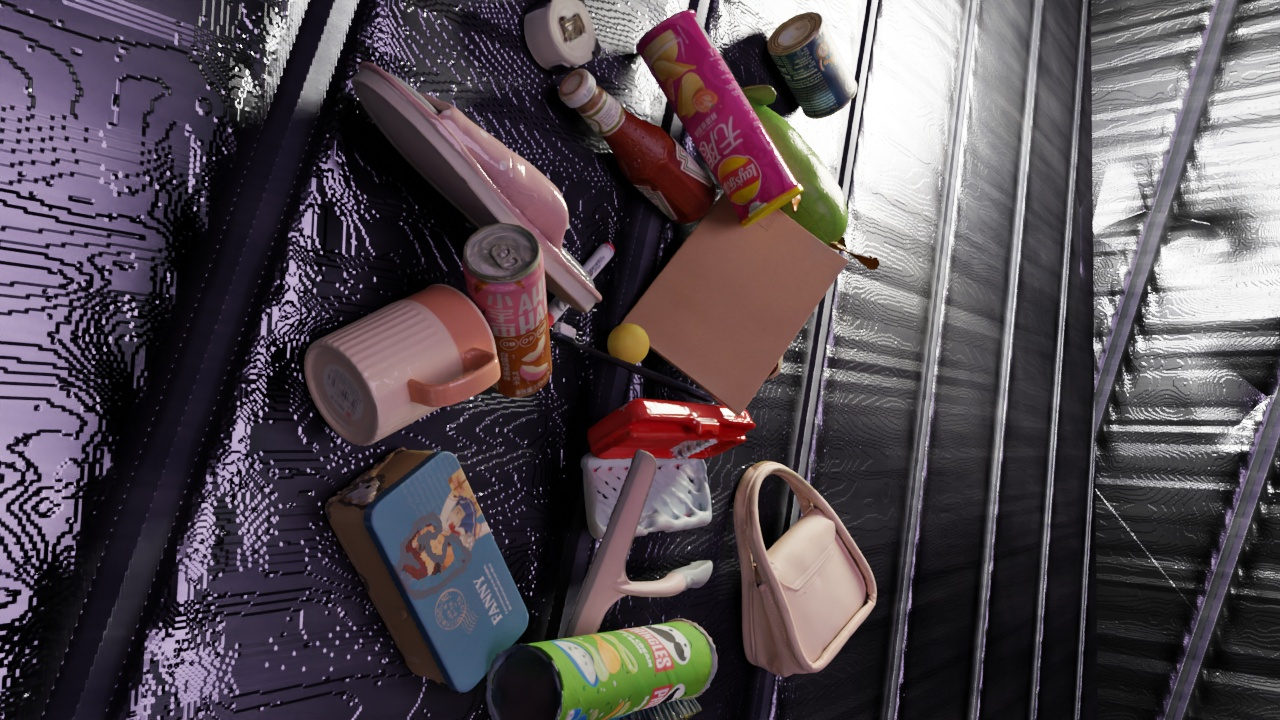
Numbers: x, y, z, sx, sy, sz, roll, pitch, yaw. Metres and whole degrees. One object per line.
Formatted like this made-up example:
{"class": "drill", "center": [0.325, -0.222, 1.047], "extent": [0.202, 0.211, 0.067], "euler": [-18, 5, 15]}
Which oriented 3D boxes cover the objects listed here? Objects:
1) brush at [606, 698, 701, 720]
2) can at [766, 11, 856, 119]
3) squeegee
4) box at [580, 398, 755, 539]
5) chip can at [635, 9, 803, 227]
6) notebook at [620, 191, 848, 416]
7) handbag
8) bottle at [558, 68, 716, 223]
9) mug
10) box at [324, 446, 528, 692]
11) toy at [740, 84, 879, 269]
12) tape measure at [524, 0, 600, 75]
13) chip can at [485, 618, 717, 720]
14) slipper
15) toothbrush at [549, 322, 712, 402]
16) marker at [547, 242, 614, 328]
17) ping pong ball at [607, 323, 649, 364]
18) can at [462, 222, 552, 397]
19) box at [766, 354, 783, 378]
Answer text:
{"class": "brush", "center": [-0.001, 0.320, 0.868], "extent": [0.143, 0.055, 0.073], "euler": [5, 59, -54]}
{"class": "can", "center": [0.214, -0.369, 1.147], "extent": [0.111, 0.075, 0.075], "euler": [46, 54, -39]}
{"class": "squeegee", "center": [0.024, 0.212, 0.884], "extent": [0.249, 0.040, 0.247], "euler": [15, 96, -61]}
{"class": "box", "center": [0.032, 0.107, 0.888], "extent": [0.201, 0.119, 0.098], "euler": [8, 55, -52]}
{"class": "chip can", "center": [0.078, -0.240, 0.915], "extent": [0.071, 0.072, 0.210], "euler": [-31, 89, -48]}
{"class": "notebook", "center": [0.099, -0.070, 0.931], "extent": [0.149, 0.012, 0.211], "euler": [38, 72, -1]}
{"class": "handbag", "center": [0.178, 0.231, 1.087], "extent": [0.192, 0.094, 0.234], "euler": [-31, 105, -47]}
{"class": "bottle", "center": [-0.001, -0.204, 0.881], "extent": [0.206, 0.060, 0.059], "euler": [34, 63, -46]}
{"class": "mug", "center": [-0.155, 0.006, 0.636], "extent": [0.105, 0.115, 0.082], "euler": [-34, 129, -44]}
{"class": "box", "center": [-0.152, 0.158, 0.678], "extent": [0.089, 0.061, 0.184], "euler": [-44, 120, -42]}
{"class": "toy", "center": [0.172, -0.200, 1.047], "extent": [0.247, 0.090, 0.226], "euler": [49, 13, -15]}
{"class": "tape measure", "center": [-0.071, -0.292, 0.818], "extent": [0.065, 0.034, 0.066], "euler": [-46, 121, -43]}
{"class": "chip can", "center": [-0.023, 0.258, 0.754], "extent": [0.235, 0.072, 0.072], "euler": [17, 75, -56]}
{"class": "slipper", "center": [-0.109, -0.131, 0.707], "extent": [0.054, 0.114, 0.274], "euler": [-52, 133, -9]}
{"class": "toothbrush", "center": [-0.005, 0.005, 0.856], "extent": [0.181, 0.016, 0.018], "euler": [24, 59, -26]}
{"class": "marker", "center": [-0.064, -0.062, 0.831], "extent": [0.144, 0.017, 0.017], "euler": [-53, 128, -38]}
{"class": "ping pong ball", "center": [-0.012, -0.016, 0.875], "extent": [0.040, 0.040, 0.040], "euler": [3, 86, -52]}
{"class": "can", "center": [-0.099, -0.034, 0.700], "extent": [0.147, 0.058, 0.057], "euler": [93, 22, -54]}
{"class": "box", "center": [0.108, -0.070, 0.989], "extent": [0.076, 0.091, 0.168], "euler": [25, 69, -52]}
